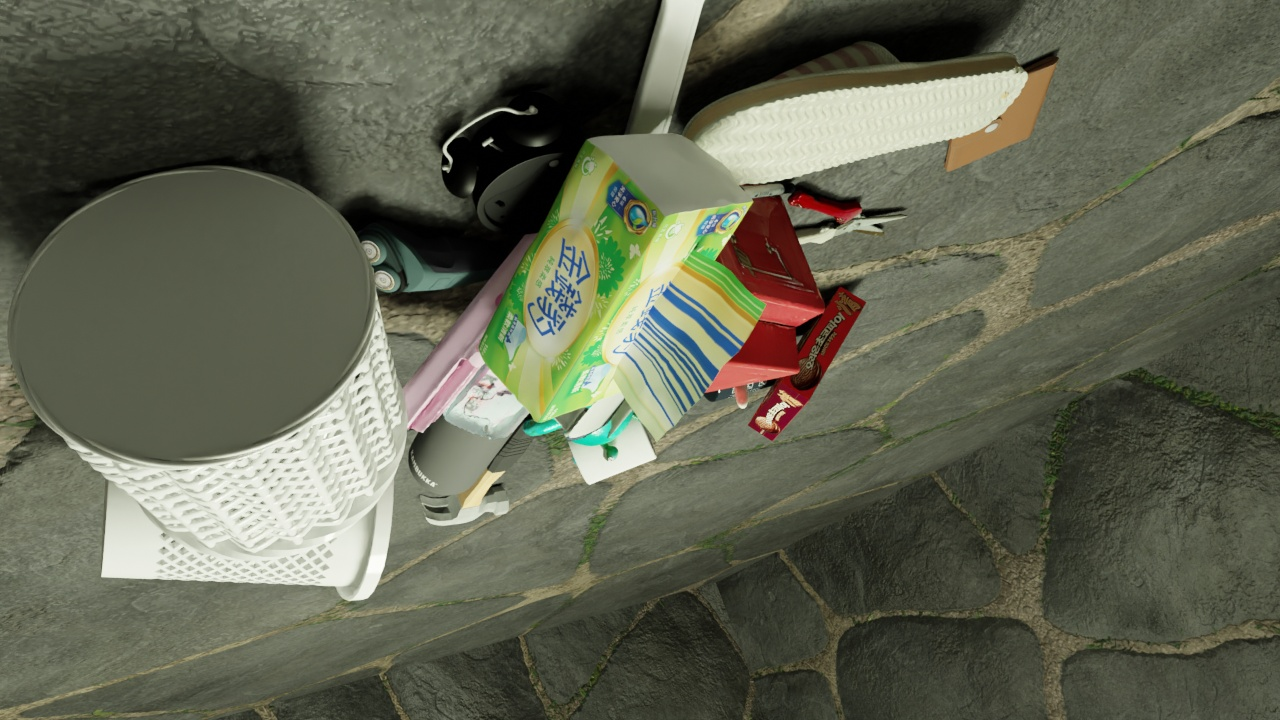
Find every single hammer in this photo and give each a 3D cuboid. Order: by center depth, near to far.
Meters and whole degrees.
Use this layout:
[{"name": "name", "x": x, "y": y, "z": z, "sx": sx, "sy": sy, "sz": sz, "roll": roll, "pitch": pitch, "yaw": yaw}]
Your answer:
[{"name": "hammer", "x": -0.189, "y": 0.138, "z": 1.179, "sx": 0.131, "sy": 0.039, "sz": 0.329, "roll": -6, "pitch": 155, "yaw": -32}]

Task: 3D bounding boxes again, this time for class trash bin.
[{"name": "trash bin", "x": -0.334, "y": 0.108, "z": 0.771, "sx": 0.199, "sy": 0.195, "sz": 0.196, "roll": 4, "pitch": 150, "yaw": -31}]

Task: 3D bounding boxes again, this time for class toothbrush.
[{"name": "toothbrush", "x": 0.094, "y": -0.022, "z": 0.874, "sx": 0.015, "sy": 0.180, "sz": 0.018, "roll": 33, "pitch": 127, "yaw": -26}]

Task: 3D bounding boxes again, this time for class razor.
[{"name": "razor", "x": -0.150, "y": -0.074, "z": 0.669, "sx": 0.047, "sy": 0.052, "sz": 0.142, "roll": -36, "pitch": 165, "yaw": 33}]

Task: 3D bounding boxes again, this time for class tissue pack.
[{"name": "tissue pack", "x": 0.000, "y": -0.034, "z": 0.614, "sx": 0.120, "sy": 0.141, "sz": 0.198, "roll": -24, "pitch": 154, "yaw": -44}]

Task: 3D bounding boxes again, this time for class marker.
[{"name": "marker", "x": 0.093, "y": -0.135, "z": 0.733, "sx": 0.011, "sy": 0.011, "sz": 0.151, "roll": -34, "pitch": 173, "yaw": 32}]

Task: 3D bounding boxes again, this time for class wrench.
[{"name": "wrench", "x": 0.016, "y": -0.187, "z": 0.576, "sx": 0.066, "sy": 0.018, "sz": 0.274, "roll": -15, "pitch": 160, "yaw": -16}]

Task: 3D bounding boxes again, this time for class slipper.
[{"name": "slipper", "x": 0.151, "y": -0.184, "z": 0.667, "sx": 0.262, "sy": 0.052, "sz": 0.115, "roll": -12, "pitch": 161, "yaw": -12}]

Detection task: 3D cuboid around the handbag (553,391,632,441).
[{"name": "handbag", "x": -0.005, "y": 0.005, "z": 0.926, "sx": 0.151, "sy": 0.074, "sz": 0.175, "roll": -50, "pitch": 165, "yaw": 23}]

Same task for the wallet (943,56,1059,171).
[{"name": "wallet", "x": 0.315, "y": -0.213, "z": 0.808, "sx": 0.087, "sy": 0.013, "sz": 0.121, "roll": -23, "pitch": 160, "yaw": 5}]

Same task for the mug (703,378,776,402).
[{"name": "mug", "x": 0.105, "y": 0.005, "z": 1.097, "sx": 0.077, "sy": 0.071, "sz": 0.105, "roll": -14, "pitch": -174, "yaw": -18}]

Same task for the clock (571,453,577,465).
[{"name": "clock", "x": -0.047, "y": 0.124, "z": 1.277, "sx": 0.099, "sy": 0.043, "sz": 0.130, "roll": -18, "pitch": 167, "yaw": -8}]

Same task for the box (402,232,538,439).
[{"name": "box", "x": -0.106, "y": -0.023, "z": 0.740, "sx": 0.202, "sy": 0.066, "sz": 0.153, "roll": -49, "pitch": 159, "yaw": 13}]

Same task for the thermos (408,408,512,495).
[{"name": "thermos", "x": -0.166, "y": 0.054, "z": 0.919, "sx": 0.082, "sy": 0.082, "sz": 0.241, "roll": -8, "pitch": 156, "yaw": -31}]

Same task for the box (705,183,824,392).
[{"name": "box", "x": 0.044, "y": -0.046, "z": 0.759, "sx": 0.171, "sy": 0.156, "sz": 0.156, "roll": -35, "pitch": 155, "yaw": 30}]

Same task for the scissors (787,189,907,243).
[{"name": "scissors", "x": 0.179, "y": -0.132, "z": 0.881, "sx": 0.179, "sy": 0.015, "sz": 0.185, "roll": -23, "pitch": 160, "yaw": 2}]

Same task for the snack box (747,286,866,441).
[{"name": "snack box", "x": 0.197, "y": 0.006, "z": 1.094, "sx": 0.151, "sy": 0.036, "sz": 0.133, "roll": -55, "pitch": 174, "yaw": -26}]

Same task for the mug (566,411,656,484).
[{"name": "mug", "x": -0.039, "y": 0.091, "z": 1.148, "sx": 0.090, "sy": 0.091, "sz": 0.121, "roll": -22, "pitch": -167, "yaw": 1}]

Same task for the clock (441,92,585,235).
[{"name": "clock", "x": -0.076, "y": -0.129, "z": 0.596, "sx": 0.091, "sy": 0.042, "sz": 0.120, "roll": -29, "pitch": 159, "yaw": 19}]

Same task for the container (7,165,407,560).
[{"name": "container", "x": -0.249, "y": 0.010, "z": 0.569, "sx": 0.189, "sy": 0.189, "sz": 0.187, "roll": -15, "pitch": 158, "yaw": -16}]

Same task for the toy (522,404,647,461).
[{"name": "toy", "x": -0.066, "y": 0.056, "z": 1.018, "sx": 0.131, "sy": 0.072, "sz": 0.193, "roll": -39, "pitch": 140, "yaw": 16}]
